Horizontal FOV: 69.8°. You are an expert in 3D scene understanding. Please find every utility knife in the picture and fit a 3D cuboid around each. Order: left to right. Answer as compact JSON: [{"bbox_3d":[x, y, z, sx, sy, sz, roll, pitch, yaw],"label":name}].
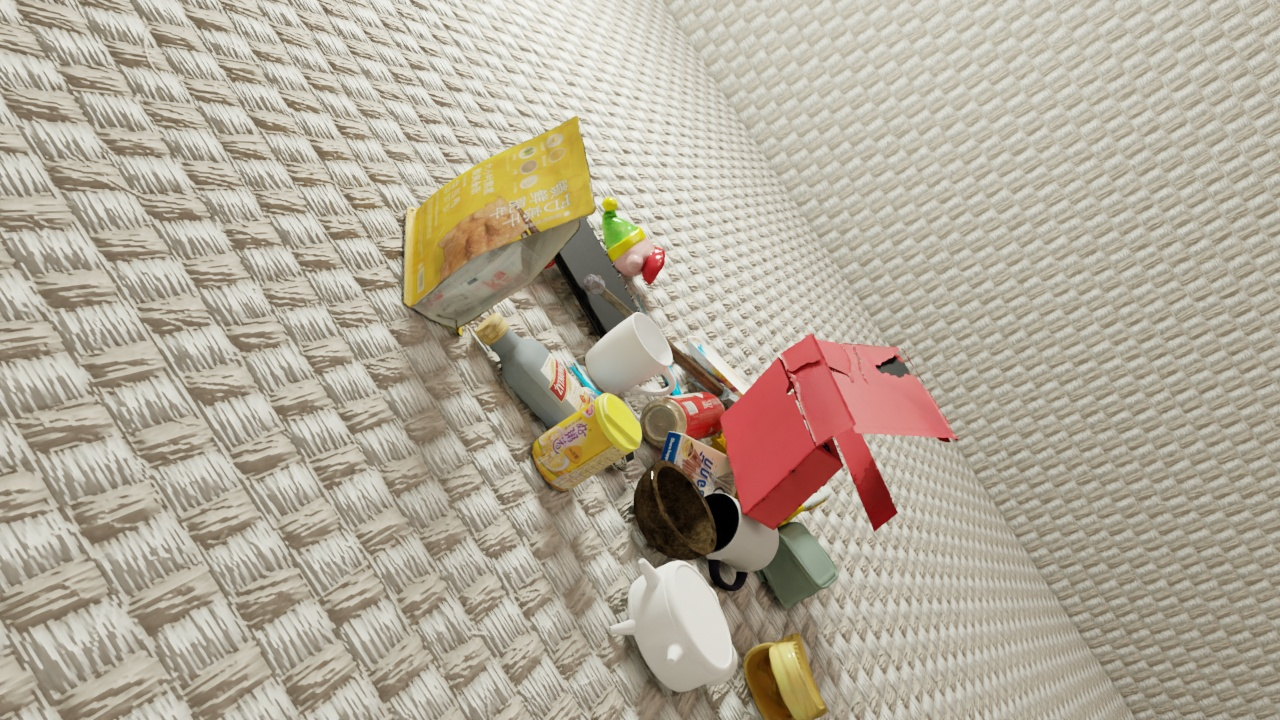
[{"bbox_3d":[0.029,-0.016,1.392,0.031,0.015,0.209,23,42,-58],"label":"utility knife"}]

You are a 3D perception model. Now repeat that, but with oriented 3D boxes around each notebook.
[{"bbox_3d":[-0.057,-0.104,1.285,0.231,0.019,0.168,60,20,-21],"label":"notebook"}]

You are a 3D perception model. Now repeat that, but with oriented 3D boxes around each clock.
[{"bbox_3d":[0.037,0.281,0.961,0.161,0.073,0.125,37,29,-53],"label":"clock"}]

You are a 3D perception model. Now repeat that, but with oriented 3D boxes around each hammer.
[{"bbox_3d":[0.033,-0.024,1.280,0.316,0.028,0.147,39,-3,-36],"label":"hammer"}]

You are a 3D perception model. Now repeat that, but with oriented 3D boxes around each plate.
[{"bbox_3d":[0.144,0.032,1.482,0.187,0.016,0.187,45,9,7],"label":"plate"}]

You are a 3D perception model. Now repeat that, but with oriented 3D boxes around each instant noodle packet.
[{"bbox_3d":[-0.141,-0.149,0.965,0.084,0.222,0.162,40,29,-40],"label":"instant noodle packet"}]

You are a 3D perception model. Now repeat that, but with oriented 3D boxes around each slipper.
[{"bbox_3d":[0.164,0.373,1.058,0.263,0.078,0.099,55,12,-69],"label":"slipper"}]

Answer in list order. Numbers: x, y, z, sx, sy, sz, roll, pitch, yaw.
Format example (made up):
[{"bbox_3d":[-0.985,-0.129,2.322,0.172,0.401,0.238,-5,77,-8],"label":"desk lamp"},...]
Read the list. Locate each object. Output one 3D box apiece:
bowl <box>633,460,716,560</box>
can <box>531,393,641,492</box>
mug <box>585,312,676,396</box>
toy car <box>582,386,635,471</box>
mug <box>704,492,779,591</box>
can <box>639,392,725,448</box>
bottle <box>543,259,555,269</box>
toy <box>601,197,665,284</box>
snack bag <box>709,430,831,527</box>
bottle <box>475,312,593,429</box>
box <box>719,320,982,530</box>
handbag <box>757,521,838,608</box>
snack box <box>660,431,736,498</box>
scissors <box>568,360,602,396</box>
[{"bbox_3d":[0.031,0.184,1.077,0.121,0.056,0.121,44,26,-28],"label":"bowl"},{"bbox_3d":[-0.057,0.087,0.967,0.067,0.105,0.067,43,26,-28],"label":"can"},{"bbox_3d":[-0.007,0.007,1.195,0.114,0.088,0.080,50,24,-14],"label":"mug"},{"bbox_3d":[-0.042,0.078,1.094,0.113,0.041,0.048,58,22,5],"label":"toy car"},{"bbox_3d":[0.116,0.236,1.169,0.097,0.079,0.111,33,60,-44],"label":"mug"},{"bbox_3d":[0.062,0.080,1.263,0.067,0.067,0.170,61,24,12],"label":"can"},{"bbox_3d":[-0.134,-0.139,1.204,0.036,0.036,0.118,60,22,10],"label":"bottle"},{"bbox_3d":[-0.018,-0.190,1.447,0.131,0.097,0.124,30,23,-5],"label":"toy"},{"bbox_3d":[0.189,0.170,1.372,0.159,0.068,0.246,52,20,17],"label":"snack bag"},{"bbox_3d":[-0.117,0.016,1.018,0.161,0.046,0.072,49,24,-18],"label":"bottle"},{"bbox_3d":[0.245,0.058,1.162,0.124,0.316,0.210,56,13,-29],"label":"box"},{"bbox_3d":[0.215,0.285,1.294,0.106,0.067,0.121,57,21,14],"label":"handbag"},{"bbox_3d":[0.077,0.152,1.196,0.150,0.026,0.082,30,73,-47],"label":"snack box"},{"bbox_3d":[-0.050,0.058,1.143,0.141,0.014,0.090,51,25,-19],"label":"scissors"}]
